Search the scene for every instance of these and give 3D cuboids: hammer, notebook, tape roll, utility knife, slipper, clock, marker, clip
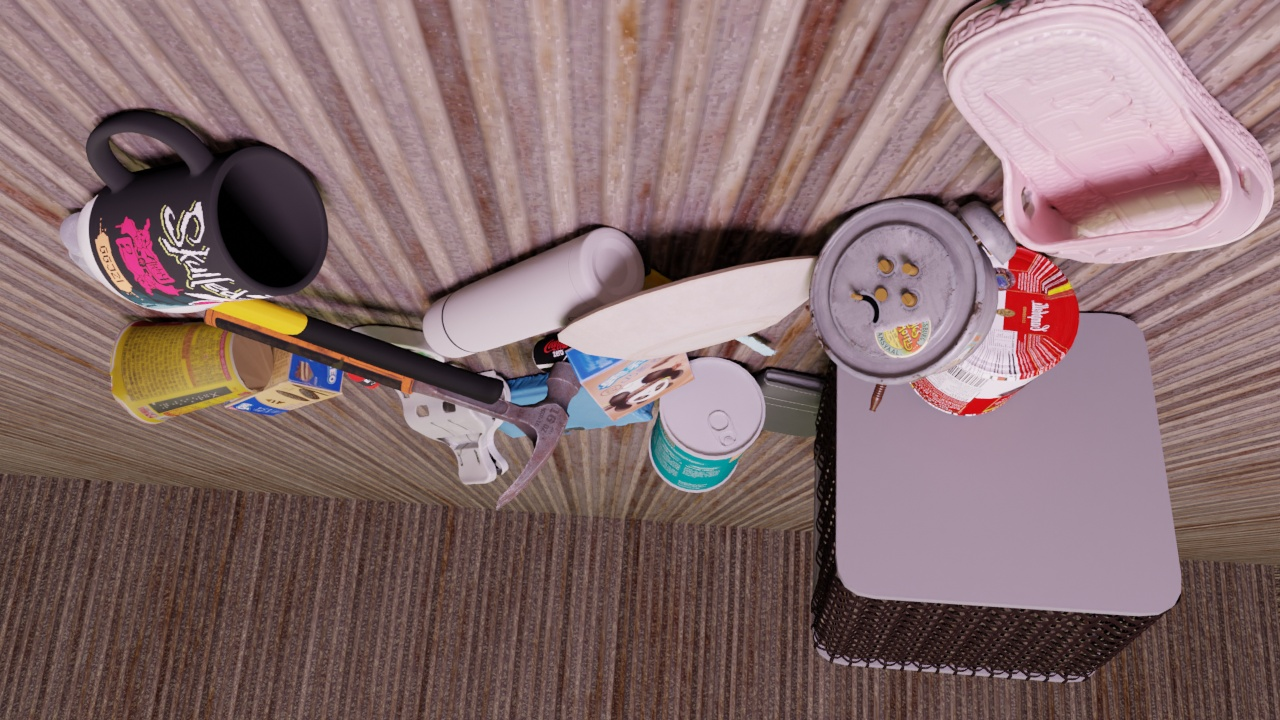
[{"bbox_3d":[-0.261,-0.026,0.709,0.323,0.029,0.127,21,163,-18],"label":"hammer"},{"bbox_3d":[0.166,0.051,1.003,0.169,0.029,0.209,11,167,-17],"label":"notebook"},{"bbox_3d":[-0.235,-0.012,0.883,0.094,0.018,0.094,4,166,1],"label":"tape roll"},{"bbox_3d":[-0.217,0.020,0.778,0.314,0.137,0.035,20,154,-3],"label":"hammer"},{"bbox_3d":[0.052,-0.034,0.725,0.031,0.019,0.217,0,161,37],"label":"utility knife"},{"bbox_3d":[0.212,-0.081,0.412,0.094,0.064,0.239,-10,158,44],"label":"slipper"},{"bbox_3d":[0.159,-0.046,0.518,0.148,0.104,0.056,-42,151,29],"label":"clock"},{"bbox_3d":[-0.285,0.015,0.956,0.023,0.021,0.145,-16,178,-12],"label":"marker"},{"bbox_3d":[-0.190,0.060,1.022,0.127,0.098,0.152,-9,124,44],"label":"clip"}]

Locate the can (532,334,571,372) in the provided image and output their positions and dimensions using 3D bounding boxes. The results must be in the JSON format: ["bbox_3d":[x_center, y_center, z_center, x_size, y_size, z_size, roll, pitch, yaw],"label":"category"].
[{"bbox_3d":[-0.061,-0.010,0.816,0.031,0.031,0.081,16,161,-39],"label":"can"}]

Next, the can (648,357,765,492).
[{"bbox_3d":[0.063,0.068,0.922,0.099,0.099,0.144,5,159,-2],"label":"can"}]

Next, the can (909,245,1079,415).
[{"bbox_3d":[0.227,-0.016,0.608,0.087,0.086,0.116,2,166,8],"label":"can"}]

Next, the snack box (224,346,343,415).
[{"bbox_3d":[-0.371,0.016,0.953,0.057,0.056,0.207,14,162,-37],"label":"snack box"}]

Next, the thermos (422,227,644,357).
[{"bbox_3d":[-0.088,-0.042,0.662,0.052,0.052,0.225,15,162,-37],"label":"thermos"}]

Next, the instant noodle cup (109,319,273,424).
[{"bbox_3d":[-0.415,0.003,0.866,0.112,0.100,0.100,-9,164,7],"label":"instant noodle cup"}]

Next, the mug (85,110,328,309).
[{"bbox_3d":[-0.251,-0.086,0.512,0.098,0.081,0.118,-3,136,26],"label":"mug"}]

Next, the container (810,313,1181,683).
[{"bbox_3d":[0.267,0.114,0.751,0.246,0.246,0.244,1,155,11],"label":"container"}]

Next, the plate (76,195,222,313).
[{"bbox_3d":[-0.313,-0.064,0.598,0.104,0.026,0.104,-2,137,-2],"label":"plate"}]

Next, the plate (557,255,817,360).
[{"bbox_3d":[0.040,-0.027,0.612,0.188,0.027,0.189,-14,174,-2],"label":"plate"}]

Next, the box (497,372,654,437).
[{"bbox_3d":[-0.092,0.038,1.017,0.232,0.054,0.093,-11,142,44],"label":"box"}]

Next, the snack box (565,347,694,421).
[{"bbox_3d":[-0.005,0.005,0.783,0.087,0.034,0.151,-28,162,0],"label":"snack box"}]
